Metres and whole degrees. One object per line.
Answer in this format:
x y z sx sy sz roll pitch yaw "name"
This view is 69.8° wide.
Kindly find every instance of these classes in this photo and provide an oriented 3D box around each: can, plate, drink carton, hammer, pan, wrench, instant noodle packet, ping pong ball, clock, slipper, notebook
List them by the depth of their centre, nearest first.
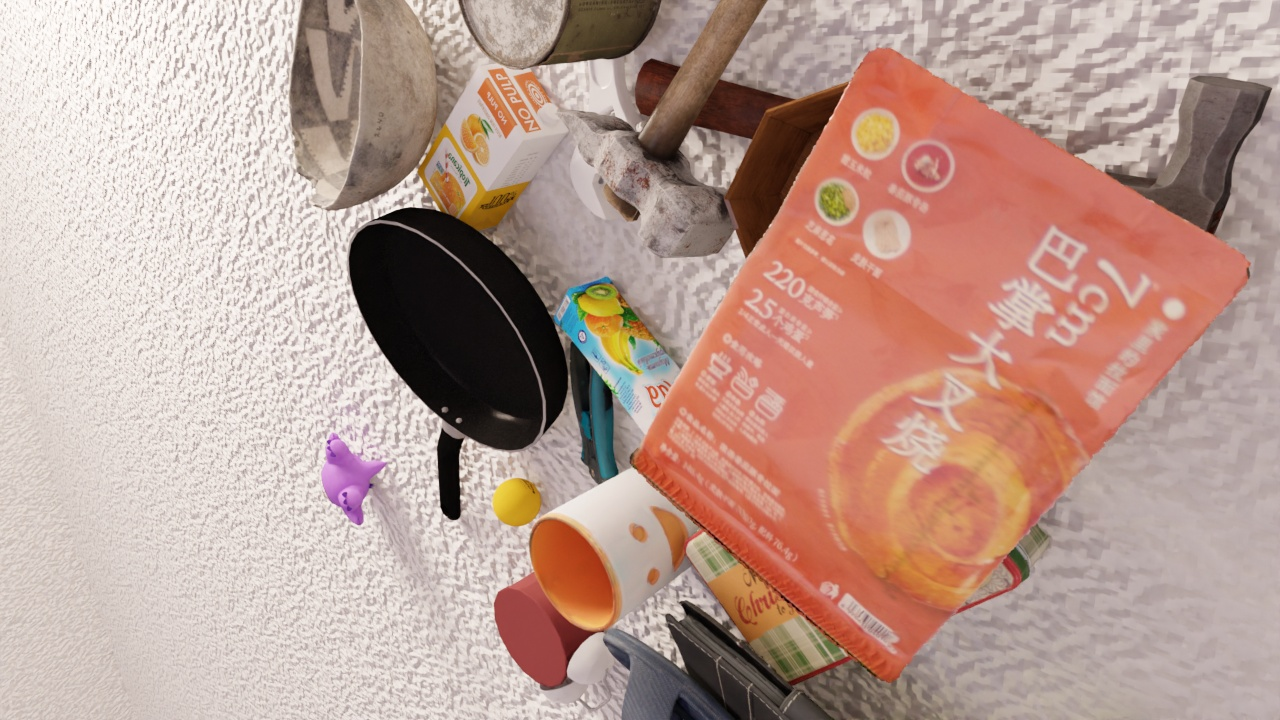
0.109 0.004 0.393 0.164 0.083 0.221 40 128 22 "instant noodle packet"
0.063 -0.192 0.419 0.121 0.048 0.320 54 129 24 "hammer"
0.102 -0.065 0.421 0.131 0.025 0.131 23 129 30 "plate"
0.113 -0.104 0.445 0.301 0.028 0.111 26 125 35 "hammer"
-0.044 -0.207 0.496 0.090 0.074 0.090 21 122 38 "can"
-0.024 -0.218 0.539 0.066 0.018 0.273 14 117 41 "wrench"
0.103 0.242 0.573 0.209 0.029 0.170 35 158 25 "notebook"
-0.004 0.003 0.603 0.129 0.044 0.039 51 137 17 "drink carton"
0.056 0.299 0.633 0.263 0.082 0.101 39 164 21 "slipper"
-0.104 -0.146 0.635 0.123 0.040 0.058 -40 79 47 "drink carton"
-0.148 0.026 0.749 0.204 0.044 0.357 35 143 18 "pan"
-0.102 0.117 0.759 0.040 0.040 0.040 22 123 38 "ping pong ball"
-0.071 0.233 0.776 0.137 0.048 0.096 52 137 14 "clock"

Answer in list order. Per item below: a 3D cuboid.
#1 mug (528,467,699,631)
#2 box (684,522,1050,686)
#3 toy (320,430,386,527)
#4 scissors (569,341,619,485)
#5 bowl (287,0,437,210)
-0.009 0.120 0.617 0.082 0.105 0.082 22 123 38 "mug"
0.117 0.107 0.526 0.117 0.050 0.206 56 139 11 "box"
-0.305 0.124 0.959 0.088 0.055 0.106 -33 74 52 "toy"
-0.033 0.052 0.671 0.144 0.019 0.126 68 156 16 "scissors"
-0.195 -0.197 0.669 0.179 0.081 0.178 11 103 55 "bowl"
